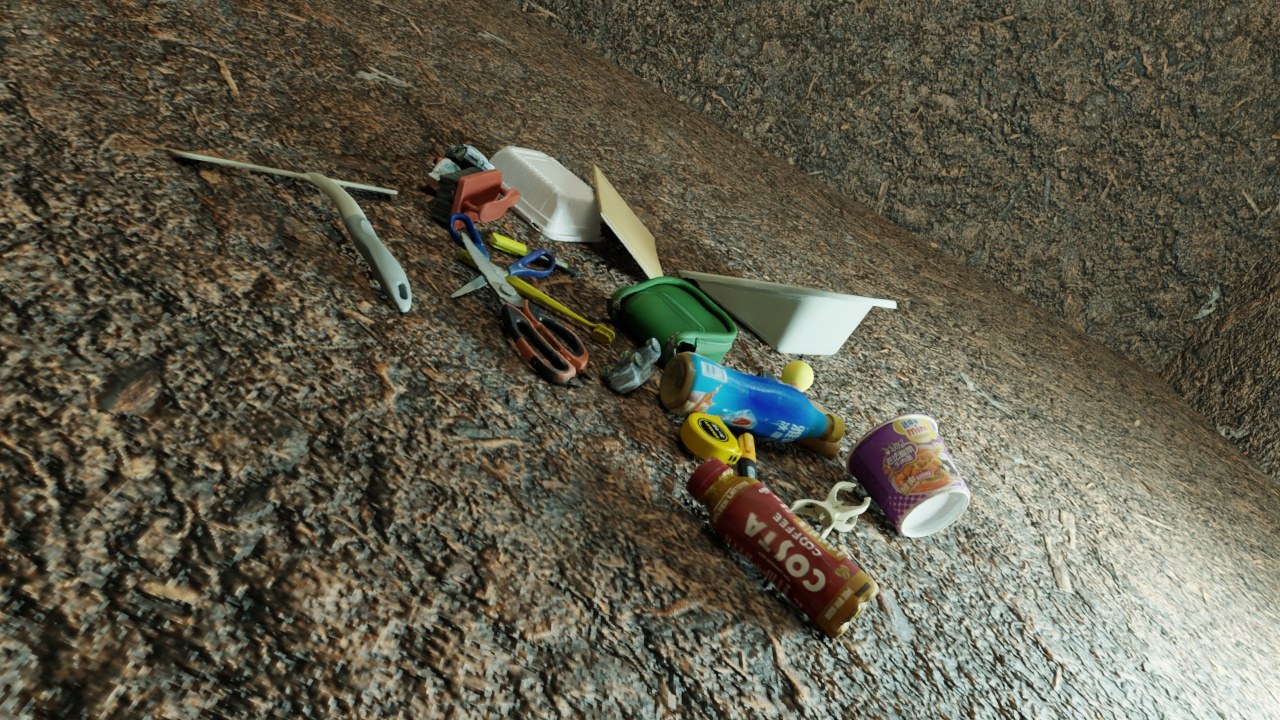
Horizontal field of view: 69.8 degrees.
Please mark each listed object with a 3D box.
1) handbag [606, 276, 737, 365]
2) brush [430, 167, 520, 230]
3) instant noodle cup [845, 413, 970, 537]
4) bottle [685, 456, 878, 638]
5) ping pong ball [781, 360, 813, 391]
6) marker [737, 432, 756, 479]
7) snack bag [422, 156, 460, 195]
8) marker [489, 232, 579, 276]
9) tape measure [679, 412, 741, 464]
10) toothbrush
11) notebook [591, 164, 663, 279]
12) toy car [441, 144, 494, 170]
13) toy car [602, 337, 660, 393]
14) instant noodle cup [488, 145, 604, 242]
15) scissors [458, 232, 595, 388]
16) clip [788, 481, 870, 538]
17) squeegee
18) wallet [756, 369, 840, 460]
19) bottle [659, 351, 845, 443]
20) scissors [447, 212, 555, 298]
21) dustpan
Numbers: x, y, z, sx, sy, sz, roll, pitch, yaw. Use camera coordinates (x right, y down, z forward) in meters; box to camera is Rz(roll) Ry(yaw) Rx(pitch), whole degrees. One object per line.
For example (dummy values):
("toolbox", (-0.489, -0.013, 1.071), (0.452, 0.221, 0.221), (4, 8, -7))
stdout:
("handbag", (0.037, -0.041, 1.056), (0.131, 0.068, 0.120), (44, 26, 29))
("brush", (-0.190, -0.195, 1.097), (0.069, 0.063, 0.145), (20, 20, 4))
("instant noodle cup", (0.294, 0.128, 0.990), (0.111, 0.112, 0.099), (15, 34, -35))
("bottle", (0.113, 0.151, 0.766), (0.175, 0.058, 0.057), (41, 24, 22))
("ping pong ball", (0.200, 0.020, 1.171), (0.040, 0.040, 0.040), (26, 23, -12))
("marker", (0.106, 0.107, 0.906), (0.018, 0.015, 0.123), (24, 24, -7))
("snack bag", (-0.245, -0.230, 1.149), (0.045, 0.026, 0.105), (37, 20, -19))
("marker", (-0.125, -0.124, 1.098), (0.124, 0.015, 0.018), (20, 26, -33))
("tape measure", (0.065, 0.078, 0.894), (0.057, 0.029, 0.060), (13, 29, -39))
("toothbrush", (-0.113, -0.068, 0.992), (0.190, 0.016, 0.016), (30, 29, -4))
("notebook", (-0.017, -0.186, 1.284), (0.149, 0.012, 0.211), (50, 14, -26))
("toy car", (-0.221, -0.260, 1.192), (0.049, 0.031, 0.106), (35, -4, -31))
("toy car", (-0.006, 0.006, 0.942), (0.034, 0.043, 0.090), (58, 25, -6))
("instant noodle cup", (-0.130, -0.234, 1.262), (0.173, 0.060, 0.137), (40, 24, 23))
("scissors", (-0.117, -0.058, 0.929), (0.176, 0.015, 0.210), (22, 32, -23))
("clip", (0.187, 0.149, 0.898), (0.100, 0.035, 0.076), (-5, 42, -48))
("squeegee", (-0.280, -0.132, 0.882), (0.246, 0.039, 0.246), (1, 37, -50))
("wallet", (0.180, 0.063, 1.071), (0.115, 0.033, 0.090), (31, 25, -4))
("bottle", (0.126, 0.049, 0.978), (0.218, 0.065, 0.065), (17, 26, -27))
("scissors", (-0.151, -0.100, 0.976), (0.162, 0.012, 0.176), (-10, 53, -45))
("dustpan", (0.232, -0.104, 1.344), (0.222, 0.143, 0.257), (2, 38, -50))
